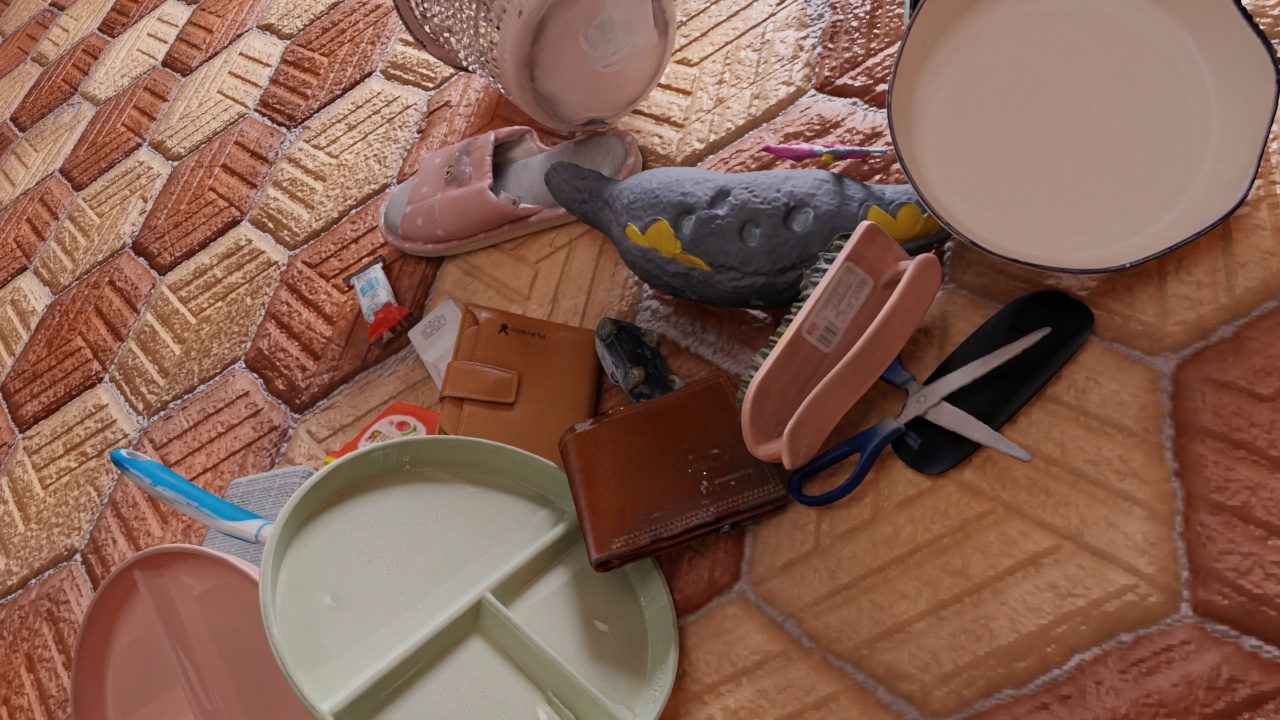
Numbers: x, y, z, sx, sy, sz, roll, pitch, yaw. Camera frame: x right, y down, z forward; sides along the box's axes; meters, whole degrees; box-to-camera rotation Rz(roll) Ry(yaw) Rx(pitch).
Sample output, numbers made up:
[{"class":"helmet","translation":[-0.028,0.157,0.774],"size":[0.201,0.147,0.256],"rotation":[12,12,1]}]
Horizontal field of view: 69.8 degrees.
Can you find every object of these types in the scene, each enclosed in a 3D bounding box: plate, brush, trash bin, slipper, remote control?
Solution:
[{"class":"plate","translation":[0.244,-0.145,0.526],"size":[0.205,0.045,0.204],"rotation":[-1,81,6]},{"class":"brush","translation":[0.108,-0.004,0.519],"size":[0.145,0.063,0.073],"rotation":[-54,25,-5]},{"class":"trash bin","translation":[-0.077,-0.306,0.778],"size":[0.227,0.227,0.192],"rotation":[-38,54,3]},{"class":"slipper","translation":[-0.128,-0.157,0.808],"size":[0.275,0.054,0.114],"rotation":[-5,56,26]},{"class":"plate","translation":[-0.273,0.228,0.579],"size":[0.230,0.028,0.229],"rotation":[1,92,24]},{"class":"remote control","translation":[-0.147,-0.001,0.733],"size":[0.049,0.024,0.125],"rotation":[-41,47,0]},{"class":"remote control","translation":[0.196,0.008,0.517],"size":[0.136,0.024,0.053],"rotation":[-44,45,-2]},{"class":"brush","translation":[-0.199,0.112,0.580],"size":[0.314,0.060,0.109],"rotation":[36,100,10]},{"class":"plate","translation":[-0.087,0.130,0.500],"size":[0.028,0.229,0.230],"rotation":[-63,38,32]}]

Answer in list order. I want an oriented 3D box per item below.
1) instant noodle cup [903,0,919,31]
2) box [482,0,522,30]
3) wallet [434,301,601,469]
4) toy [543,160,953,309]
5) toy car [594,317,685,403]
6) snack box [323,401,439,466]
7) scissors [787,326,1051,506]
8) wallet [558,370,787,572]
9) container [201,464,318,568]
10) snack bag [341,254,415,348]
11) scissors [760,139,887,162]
[{"class":"instant noodle cup","translation":[0.255,-0.249,0.614],"size":[0.120,0.111,0.111],"rotation":[20,71,30]},{"class":"box","translation":[-0.086,-0.393,0.915],"size":[0.168,0.091,0.077],"rotation":[-37,69,3]},{"class":"wallet","translation":[-0.084,0.027,0.635],"size":[0.107,0.031,0.131],"rotation":[14,57,-11]},{"class":"toy","translation":[0.062,-0.095,0.625],"size":[0.357,0.091,0.137],"rotation":[10,46,30]},{"class":"toy car","translation":[-0.004,0.004,0.631],"size":[0.034,0.043,0.090],"rotation":[-57,40,23]},{"class":"snack box","translation":[-0.163,0.079,0.655],"size":[0.091,0.082,0.080],"rotation":[13,53,36]},{"class":"scissors","translation":[0.147,0.026,0.518],"size":[0.162,0.012,0.175],"rotation":[-48,33,9]},{"class":"wallet","translation":[0.017,0.067,0.560],"size":[0.124,0.032,0.101],"rotation":[-19,49,-5]},{"class":"container","translation":[-0.259,0.143,0.659],"size":[0.090,0.090,0.111],"rotation":[-13,50,23]},{"class":"snack bag","translation":[-0.236,-0.056,0.824],"size":[0.048,0.026,0.104],"rotation":[-36,46,-4]},{"class":"scissors","translation":[0.117,-0.139,0.607],"size":[0.093,0.137,0.017],"rotation":[5,103,9]}]
